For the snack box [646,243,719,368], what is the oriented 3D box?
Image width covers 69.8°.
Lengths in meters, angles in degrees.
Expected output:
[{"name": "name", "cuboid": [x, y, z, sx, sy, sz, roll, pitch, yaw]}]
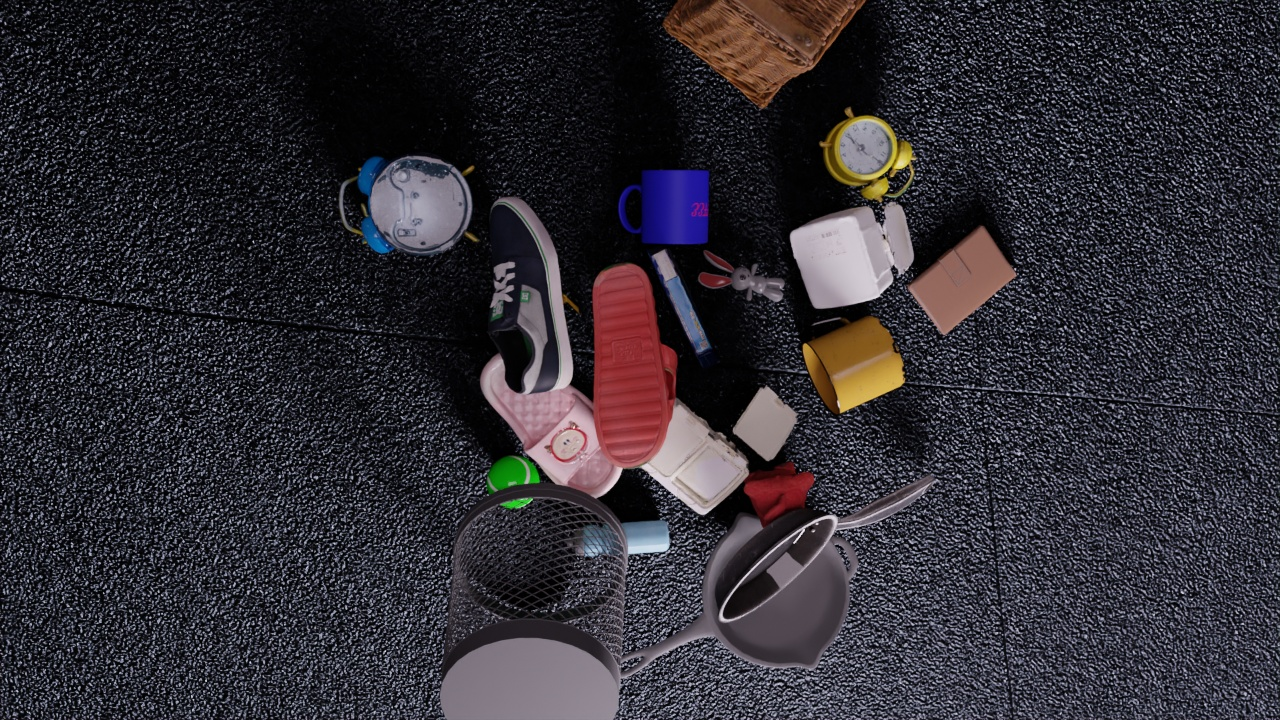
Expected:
[{"name": "snack box", "cuboid": [0.051, -0.068, 1.109, 0.027, 0.082, 0.150, -25, 101, 1]}]

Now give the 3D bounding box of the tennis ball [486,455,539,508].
[{"name": "tennis ball", "cuboid": [-0.158, 0.151, 1.140, 0.065, 0.065, 0.065, -1, 101, -5]}]

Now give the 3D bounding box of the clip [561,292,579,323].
[{"name": "clip", "cuboid": [-0.096, -0.075, 1.116, 0.045, 0.054, 0.049, -2, 76, 15]}]

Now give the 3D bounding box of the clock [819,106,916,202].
[{"name": "clock", "cuboid": [0.276, -0.246, 1.107, 0.118, 0.057, 0.083, 38, 95, -4]}]

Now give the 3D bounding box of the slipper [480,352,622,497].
[{"name": "slipper", "cuboid": [-0.107, 0.077, 1.136, 0.107, 0.055, 0.221, -41, 100, 1]}]

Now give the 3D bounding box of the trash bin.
[{"name": "trash bin", "cuboid": [-0.120, 0.298, 1.057, 0.218, 0.227, 0.218, -1, 121, -2]}]

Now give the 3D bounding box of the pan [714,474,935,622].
[{"name": "pan", "cuboid": [0.232, 0.215, 1.144, 0.356, 0.055, 0.188, -27, 148, -26]}]

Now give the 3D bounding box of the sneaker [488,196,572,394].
[{"name": "sneaker", "cuboid": [-0.145, -0.076, 1.065, 0.078, 0.084, 0.235, -12, 88, -47]}]

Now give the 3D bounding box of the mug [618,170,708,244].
[{"name": "mug", "cuboid": [0.026, -0.183, 1.093, 0.111, 0.079, 0.083, 5, 102, 22]}]

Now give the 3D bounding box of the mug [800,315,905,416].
[{"name": "mug", "cuboid": [0.259, -0.005, 1.139, 0.094, 0.100, 0.123, -24, 61, -3]}]

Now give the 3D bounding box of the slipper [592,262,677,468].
[{"name": "slipper", "cuboid": [-0.007, 0.007, 1.122, 0.104, 0.059, 0.248, -5, 85, 22]}]

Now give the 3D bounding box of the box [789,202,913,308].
[{"name": "box", "cuboid": [0.274, -0.141, 1.128, 0.121, 0.136, 0.109, -11, 107, 40]}]

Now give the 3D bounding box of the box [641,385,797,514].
[{"name": "box", "cuboid": [0.085, 0.099, 1.126, 0.143, 0.070, 0.187, 39, 111, -10]}]

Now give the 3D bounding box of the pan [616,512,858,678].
[{"name": "pan", "cuboid": [0.119, 0.325, 1.191, 0.354, 0.024, 0.216, -24, 85, -8]}]

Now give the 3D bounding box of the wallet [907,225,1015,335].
[{"name": "wallet", "cuboid": [0.410, -0.102, 1.170, 0.121, 0.013, 0.087, -40, 106, 3]}]

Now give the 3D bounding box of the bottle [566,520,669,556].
[{"name": "bottle", "cuboid": [-0.030, 0.229, 1.180, 0.130, 0.040, 0.040, -3, 101, -5]}]

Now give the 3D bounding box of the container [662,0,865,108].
[{"name": "container", "cuboid": [0.171, -0.428, 0.997, 0.162, 0.183, 0.250, 35, 96, -13]}]

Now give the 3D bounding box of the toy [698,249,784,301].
[{"name": "toy", "cuboid": [0.125, -0.101, 1.135, 0.111, 0.030, 0.049, 16, 70, -10]}]

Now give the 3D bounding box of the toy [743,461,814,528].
[{"name": "toy", "cuboid": [0.178, 0.185, 1.142, 0.088, 0.132, 0.094, -11, 95, 9]}]

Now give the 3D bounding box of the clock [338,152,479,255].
[{"name": "clock", "cuboid": [-0.271, -0.183, 1.070, 0.161, 0.060, 0.117, 0, 102, -4]}]
